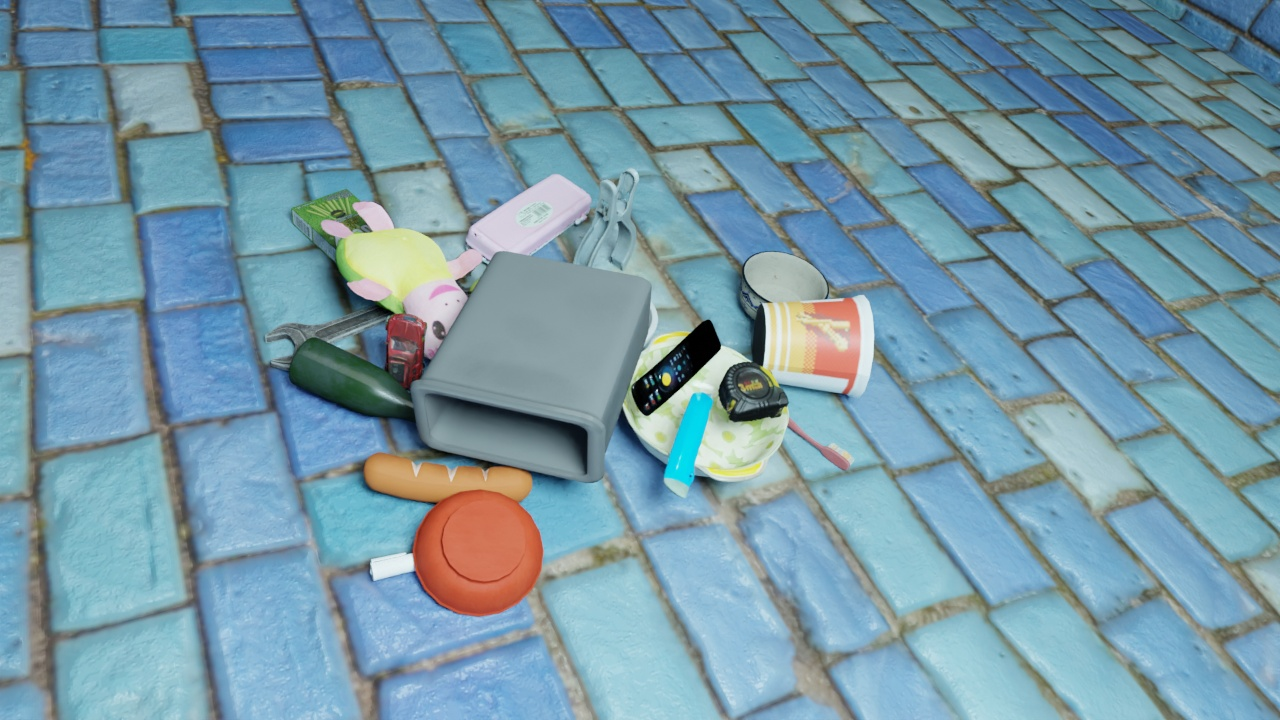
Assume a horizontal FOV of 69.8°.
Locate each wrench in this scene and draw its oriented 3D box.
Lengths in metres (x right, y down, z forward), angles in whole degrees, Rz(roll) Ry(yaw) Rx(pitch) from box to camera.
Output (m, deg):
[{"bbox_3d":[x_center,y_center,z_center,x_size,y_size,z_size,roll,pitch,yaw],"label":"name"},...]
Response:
[{"bbox_3d":[-0.307,-0.054,1.074,0.272,0.010,0.070,-27,58,-35],"label":"wrench"}]

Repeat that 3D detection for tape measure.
[{"bbox_3d":[0.116,0.035,0.995,0.067,0.038,0.062,-10,57,-20],"label":"tape measure"}]

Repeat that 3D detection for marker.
[{"bbox_3d":[-0.187,0.181,0.863,0.133,0.020,0.017,-10,12,-24],"label":"marker"}]

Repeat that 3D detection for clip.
[{"bbox_3d":[-0.057,-0.147,1.132,0.029,0.172,0.142,34,57,20],"label":"clip"}]

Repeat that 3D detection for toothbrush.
[{"bbox_3d":[0.171,0.068,1.079,0.184,0.015,0.015,36,45,22],"label":"toothbrush"}]

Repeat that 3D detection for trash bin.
[{"bbox_3d":[-0.102,-0.001,0.950,0.192,0.098,0.219,12,45,8],"label":"trash bin"}]

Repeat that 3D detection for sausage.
[{"bbox_3d":[-0.190,0.120,0.908,0.164,0.039,0.044,7,86,-10],"label":"sausage"}]

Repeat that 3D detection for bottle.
[{"bbox_3d":[-0.278,0.034,0.963,0.174,0.055,0.055,24,45,4],"label":"bottle"}]

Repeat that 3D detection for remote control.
[{"bbox_3d":[0.040,0.006,1.006,0.020,0.041,0.151,-5,26,43],"label":"remote control"}]

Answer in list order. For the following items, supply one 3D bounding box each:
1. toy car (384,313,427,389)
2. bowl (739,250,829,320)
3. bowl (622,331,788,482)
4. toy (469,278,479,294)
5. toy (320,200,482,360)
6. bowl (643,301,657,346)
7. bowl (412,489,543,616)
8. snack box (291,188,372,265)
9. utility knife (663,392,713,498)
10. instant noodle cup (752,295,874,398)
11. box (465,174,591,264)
[{"bbox_3d":[-0.254,-0.010,0.985,0.042,0.091,0.036,10,31,-6],"label":"toy car"},{"bbox_3d":[0.182,-0.084,1.200,0.115,0.059,0.115,8,44,-8],"label":"bowl"},{"bbox_3d":[0.066,0.063,1.022,0.188,0.060,0.219,-5,47,-19],"label":"bowl"},{"bbox_3d":[-0.149,-0.095,1.125,0.092,0.046,0.115,4,22,34],"label":"toy"},{"bbox_3d":[-0.268,-0.096,1.053,0.238,0.088,0.189,43,34,14],"label":"toy"},{"bbox_3d":[-0.055,-0.037,1.096,0.149,0.043,0.149,1,40,-1],"label":"bowl"},{"bbox_3d":[-0.147,0.172,0.850,0.122,0.035,0.121,8,60,-14],"label":"bowl"},{"bbox_3d":[-0.359,-0.156,1.150,0.147,0.025,0.080,39,49,23],"label":"snack box"},{"bbox_3d":[0.051,0.082,0.945,0.031,0.015,0.158,21,43,3],"label":"utility knife"},{"bbox_3d":[0.203,-0.019,1.107,0.121,0.124,0.123,3,45,-2],"label":"instant noodle cup"},{"bbox_3d":[-0.145,-0.183,1.231,0.086,0.045,0.201,34,46,12],"label":"box"}]
